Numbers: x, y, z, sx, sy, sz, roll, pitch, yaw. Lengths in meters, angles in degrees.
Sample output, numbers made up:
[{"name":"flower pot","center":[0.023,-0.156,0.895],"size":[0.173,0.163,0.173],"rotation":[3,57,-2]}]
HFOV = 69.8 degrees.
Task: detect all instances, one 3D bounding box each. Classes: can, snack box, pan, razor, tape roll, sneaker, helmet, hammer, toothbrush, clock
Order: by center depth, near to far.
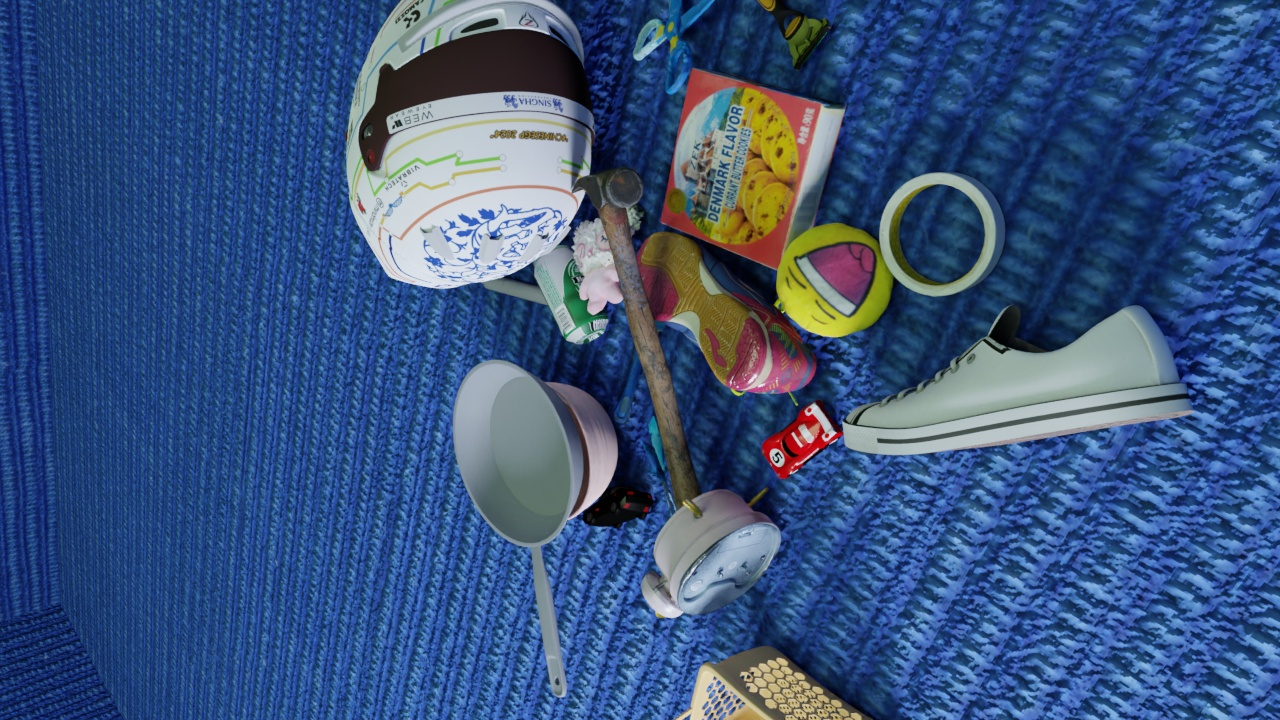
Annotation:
[{"name":"sneaker","center":[0.254,0.012,0.667],"size":[0.246,0.091,0.097],"rotation":[-18,76,48]},{"name":"tape roll","center":[0.230,-0.097,0.705],"size":[0.094,0.019,0.094],"rotation":[13,109,41]},{"name":"razor","center":[0.105,-0.311,0.775],"size":[0.144,0.021,0.044],"rotation":[57,132,20]},{"name":"snack box","center":[0.093,-0.169,0.804],"size":[0.145,0.040,0.143],"rotation":[28,118,36]},{"name":"sneaker","center":[0.071,-0.040,0.841],"size":[0.241,0.091,0.116],"rotation":[50,126,48]},{"name":"hammer","center":[0.005,-0.013,0.849],"size":[0.120,0.033,0.330],"rotation":[-154,47,-68]},{"name":"clock","center":[0.063,0.192,0.871],"size":[0.059,0.116,0.158],"rotation":[48,129,39]},{"name":"helmet","center":[-0.162,-0.203,0.905],"size":[0.316,0.230,0.236],"rotation":[-38,65,49]},{"name":"razor","center":[-0.006,0.006,0.956],"size":[0.044,0.018,0.141],"rotation":[23,120,11]},{"name":"pan","center":[-0.112,0.172,0.967],"size":[0.201,0.050,0.356],"rotation":[-15,90,46]},{"name":"can","center":[-0.074,-0.069,0.980],"size":[0.053,0.053,0.101],"rotation":[-37,74,42]},{"name":"toothbrush","center":[-0.157,-0.087,1.077],"size":[0.188,0.019,0.018],"rotation":[17,109,40]}]

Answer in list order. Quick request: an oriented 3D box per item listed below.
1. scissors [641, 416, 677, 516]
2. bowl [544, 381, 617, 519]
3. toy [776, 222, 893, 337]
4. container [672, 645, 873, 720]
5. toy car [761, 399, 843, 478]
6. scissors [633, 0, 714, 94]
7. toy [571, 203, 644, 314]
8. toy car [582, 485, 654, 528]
[{"name":"scissors","center":[0.020,0.117,0.915],"size":[0.014,0.119,0.129],"rotation":[-13,82,9]},{"name":"bowl","center":[-0.077,0.092,1.006],"size":[0.153,0.076,0.153],"rotation":[11,107,43]},{"name":"toy","center":[0.158,-0.065,0.750],"size":[0.094,0.041,0.095],"rotation":[-41,78,6]},{"name":"container","center":[0.120,0.364,0.818],"size":[0.183,0.166,0.129],"rotation":[28,118,36]},{"name":"toy car","center":[0.143,0.072,0.824],"size":[0.090,0.025,0.038],"rotation":[-47,67,40]},{"name":"scissors","center":[0.030,-0.299,0.835],"size":[0.130,0.013,0.125],"rotation":[-3,78,53]},{"name":"toy","center":[-0.038,-0.103,0.929],"size":[0.096,0.041,0.108],"rotation":[-18,66,47]},{"name":"toy car","center":[-0.027,0.158,0.999],"size":[0.092,0.042,0.036],"rotation":[-30,54,44]}]
